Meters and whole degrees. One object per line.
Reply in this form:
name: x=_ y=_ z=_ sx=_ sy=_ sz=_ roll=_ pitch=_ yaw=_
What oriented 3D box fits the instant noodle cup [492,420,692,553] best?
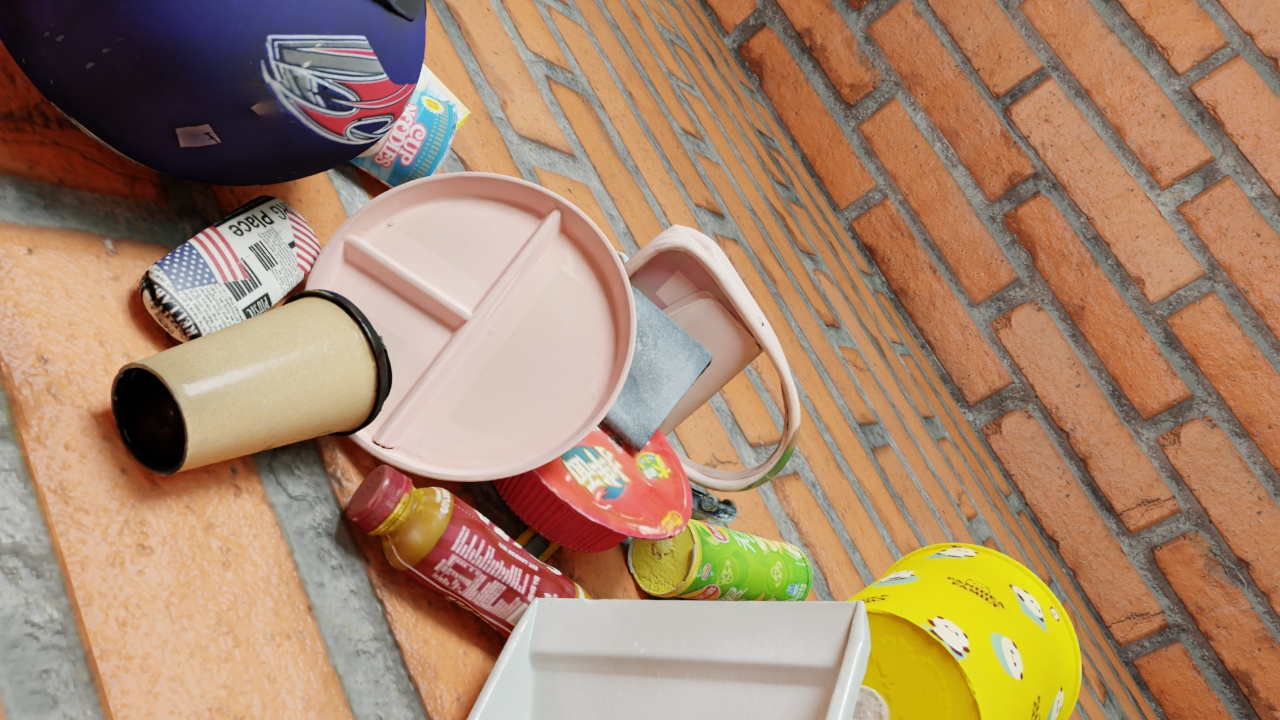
instant noodle cup: x=-0.052 y=0.081 z=0.729 sx=0.194 sy=0.066 sz=0.193 roll=33 pitch=25 yaw=-18

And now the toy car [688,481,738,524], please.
toy car: x=0.049 y=0.133 z=0.861 sx=0.091 sy=0.034 sz=0.043 roll=17 pitch=-8 yaw=38

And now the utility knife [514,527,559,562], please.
utility knife: x=-0.067 y=0.134 z=0.718 sx=0.033 sy=0.015 sz=0.171 roll=51 pitch=24 yaw=1

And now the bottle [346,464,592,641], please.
bottle: x=-0.108 y=0.132 z=0.594 sx=0.175 sy=0.058 sz=0.057 roll=43 pitch=26 yaw=-25

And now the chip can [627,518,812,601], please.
chip can: x=0.082 y=0.191 z=0.850 sx=0.221 sy=0.073 sz=0.072 roll=24 pitch=38 yaw=-49

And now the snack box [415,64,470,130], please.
snack box: x=-0.232 y=-0.268 z=0.871 sx=0.140 sy=0.033 sz=0.087 roll=46 pitch=-17 yaw=-20

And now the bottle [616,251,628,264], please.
bottle: x=-0.070 y=-0.113 z=0.994 sx=0.059 sy=0.060 sz=0.205 roll=61 pitch=21 yaw=14

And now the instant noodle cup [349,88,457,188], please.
instant noodle cup: x=-0.230 y=-0.204 z=0.785 sx=0.109 sy=0.099 sz=0.099 roll=24 pitch=38 yaw=-36

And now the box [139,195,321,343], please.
box: x=-0.262 y=-0.059 z=0.596 sx=0.068 sy=0.051 sz=0.164 roll=39 pitch=25 yaw=-10

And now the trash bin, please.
trash bin: x=0.278 y=0.309 z=0.889 sx=0.254 sy=0.230 sz=0.229 roll=2 pitch=56 yaw=-54

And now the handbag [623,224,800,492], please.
handbag: x=0.046 y=0.015 z=0.842 sx=0.234 sy=0.194 sz=0.093 roll=49 pitch=22 yaw=5

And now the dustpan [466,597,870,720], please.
dustpan: x=-0.024 y=0.223 z=0.424 sx=0.142 sy=0.223 sz=0.257 roll=41 pitch=49 yaw=-49

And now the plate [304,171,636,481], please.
plate: x=-0.118 y=-0.026 z=0.644 sx=0.229 sy=0.229 sz=0.028 roll=60 pitch=-16 yaw=13

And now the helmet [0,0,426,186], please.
helmet: x=-0.253 y=-0.238 z=0.598 sx=0.314 sy=0.248 sz=0.240 roll=-48 pitch=129 yaw=-69

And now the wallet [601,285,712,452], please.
wallet: x=-0.005 y=0.004 z=0.762 sx=0.097 sy=0.019 sz=0.120 roll=41 pitch=57 yaw=-1

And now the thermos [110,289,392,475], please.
thermos: x=-0.216 y=0.014 z=0.525 sx=0.093 sy=0.093 sz=0.143 roll=56 pitch=32 yaw=3
